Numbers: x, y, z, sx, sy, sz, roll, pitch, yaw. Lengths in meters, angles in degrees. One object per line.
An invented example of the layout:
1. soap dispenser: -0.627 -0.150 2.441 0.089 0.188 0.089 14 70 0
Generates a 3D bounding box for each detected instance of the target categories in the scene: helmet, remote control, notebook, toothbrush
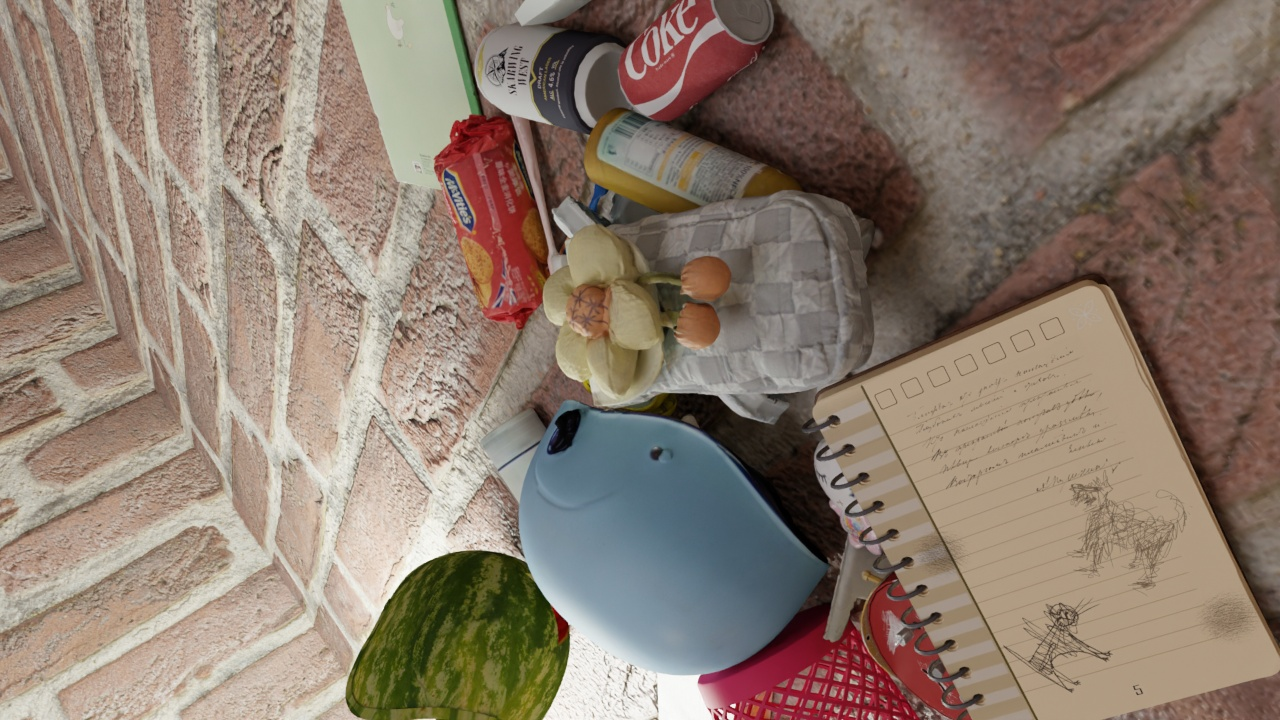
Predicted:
1. helmet: 0.000 0.137 0.709 0.225 0.166 0.266 50 162 -30
2. remote control: -0.024 -0.246 0.563 0.144 0.049 0.024 -24 96 56
3. notebook: -0.205 -0.269 0.812 0.182 0.010 0.253 20 131 43
4. toothbrush: -0.083 -0.149 0.733 0.018 0.015 0.181 7 116 50
5. toothbrush: -0.043 -0.108 0.731 0.021 0.017 0.135 55 149 11
6. notebook: 0.205 0.090 0.482 0.168 0.024 0.225 -26 96 22
7. helmet: -0.201 0.341 1.087 0.244 0.246 0.213 -19 127 17

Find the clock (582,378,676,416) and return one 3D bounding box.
1. clock: -0.004 0.004 0.719 0.083 0.057 0.119 25 143 13

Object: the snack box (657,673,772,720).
1. snack box: 0.070 0.300 0.868 0.104 0.057 0.208 29 137 35

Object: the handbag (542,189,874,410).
1. handbag: 0.033 -0.031 0.500 0.172 0.123 0.112 -6 92 31

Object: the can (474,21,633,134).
1. can: -0.063 -0.198 0.637 0.127 0.064 0.064 25 134 39

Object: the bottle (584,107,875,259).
1. bottle: 0.052 -0.102 0.567 0.186 0.053 0.053 28 137 25

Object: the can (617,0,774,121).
1. can: 0.031 -0.183 0.539 0.097 0.053 0.054 -21 99 56

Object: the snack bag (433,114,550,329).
1. snack bag: -0.122 -0.117 0.769 0.082 0.082 0.176 12 124 48

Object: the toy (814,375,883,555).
1. toy: 0.143 0.071 0.603 0.076 0.037 0.125 24 122 52

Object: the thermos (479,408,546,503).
1. thermos: -0.076 0.159 0.936 0.230 0.067 0.068 57 146 2

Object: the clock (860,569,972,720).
1. clock: 0.212 0.171 0.561 0.159 0.081 0.117 -1 115 52

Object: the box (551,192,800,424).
1. box: 0.049 -0.065 0.633 0.216 0.110 0.107 48 -172 19

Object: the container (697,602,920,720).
1. container: 0.152 0.313 0.687 0.225 0.182 0.184 61 147 10

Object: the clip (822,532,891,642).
1. clip: 0.155 0.150 0.649 0.054 0.101 0.038 23 168 -31
